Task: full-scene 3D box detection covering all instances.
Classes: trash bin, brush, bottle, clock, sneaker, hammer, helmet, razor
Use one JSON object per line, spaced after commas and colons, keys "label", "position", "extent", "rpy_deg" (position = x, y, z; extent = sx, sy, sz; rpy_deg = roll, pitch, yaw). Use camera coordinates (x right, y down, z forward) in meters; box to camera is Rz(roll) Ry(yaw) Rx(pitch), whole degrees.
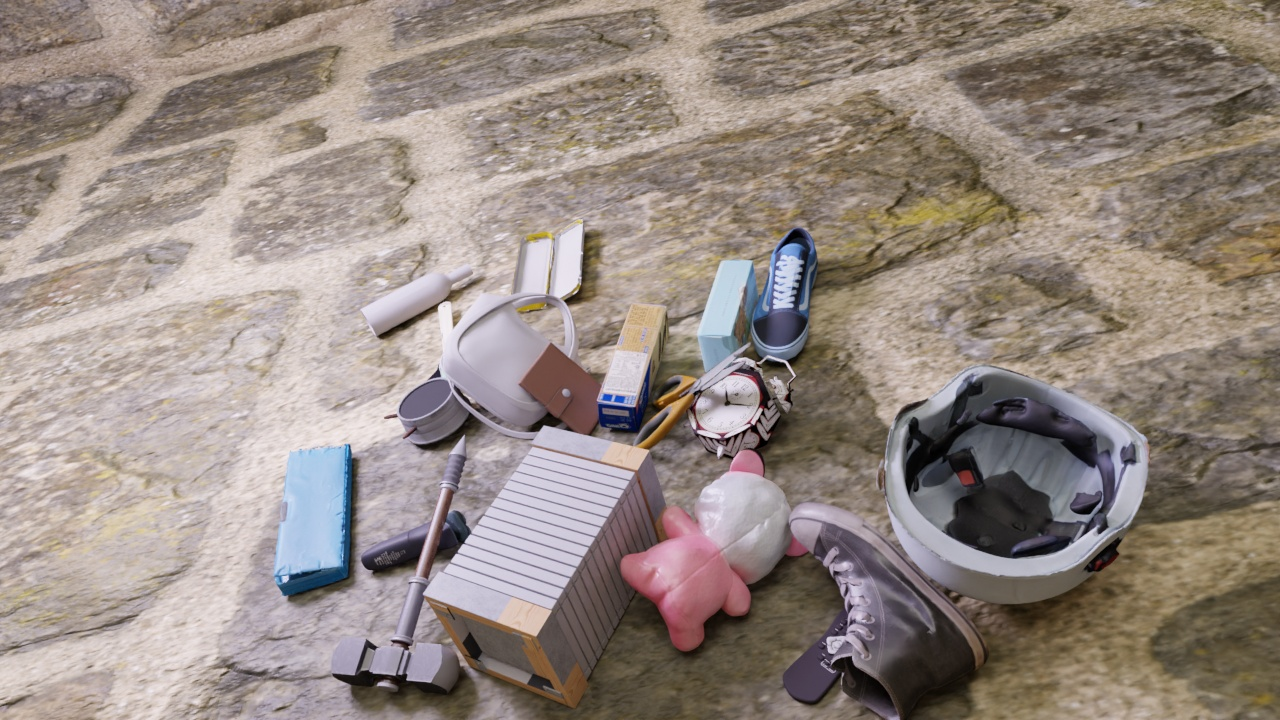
{"label": "trash bin", "position": [-0.092, 0.222, 1.023], "extent": [0.143, 0.143, 0.246], "rpy_deg": [11, 47, 28]}
{"label": "brush", "position": [-0.306, -0.032, 1.457], "extent": [0.033, 0.012, 0.217], "rpy_deg": [-18, 39, -1]}
{"label": "bottle", "position": [-0.375, -0.110, 1.561], "extent": [0.195, 0.052, 0.052], "rpy_deg": [-31, 43, -16]}
{"label": "clock", "position": [-0.290, 0.065, 1.332], "extent": [0.147, 0.056, 0.104], "rpy_deg": [-39, 36, -17]}
{"label": "sneaker", "position": [0.214, 0.245, 0.918], "extent": [0.119, 0.095, 0.234], "rpy_deg": [-31, 60, -22]}
{"label": "hammer", "position": [-0.253, 0.230, 1.098], "extent": [0.156, 0.043, 0.321], "rpy_deg": [-1, 54, 17]}
{"label": "sneaker", "position": [0.206, -0.107, 1.326], "extent": [0.083, 0.098, 0.240], "rpy_deg": [2, 44, 20]}
{"label": "helmet", "position": [0.367, 0.146, 0.936], "extent": [0.237, 0.164, 0.263], "rpy_deg": [26, 54, 34]}
{"label": "clock", "position": [0.137, 0.058, 1.187], "extent": [0.154, 0.065, 0.114], "rpy_deg": [-43, 44, -6]}
{"label": "razor", "position": [-0.284, 0.231, 1.157], "extent": [0.143, 0.047, 0.052], "rpy_deg": [-21, 16, -1]}

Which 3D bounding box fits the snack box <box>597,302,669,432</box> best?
{"label": "snack box", "position": [-0.008, 0.008, 1.298], "extent": [0.056, 0.057, 0.206], "rpy_deg": [7, 46, 12]}

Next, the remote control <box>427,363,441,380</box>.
{"label": "remote control", "position": [-0.306, 0.018, 1.421], "extent": [0.032, 0.015, 0.136], "rpy_deg": [13, 48, 30]}

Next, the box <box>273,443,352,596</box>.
{"label": "box", "position": [-0.438, 0.203, 1.234], "extent": [0.093, 0.048, 0.231], "rpy_deg": [-16, 40, -1]}

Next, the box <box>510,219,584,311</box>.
{"label": "box", "position": [-0.154, -0.164, 1.561], "extent": [0.130, 0.039, 0.209], "rpy_deg": [-17, 39, 14]}

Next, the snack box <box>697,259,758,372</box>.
{"label": "snack box", "position": [0.129, -0.065, 1.324], "extent": [0.053, 0.075, 0.174], "rpy_deg": [3, 44, 20]}

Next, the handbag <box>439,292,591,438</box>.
{"label": "handbag", "position": [-0.163, -0.011, 1.333], "extent": [0.216, 0.096, 0.221], "rpy_deg": [38, 48, -2]}

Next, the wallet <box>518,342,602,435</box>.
{"label": "wallet", "position": [-0.101, 0.041, 1.267], "extent": [0.013, 0.121, 0.087], "rpy_deg": [-37, 15, 52]}

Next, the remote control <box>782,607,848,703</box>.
{"label": "remote control", "position": [0.196, 0.300, 0.941], "extent": [0.124, 0.009, 0.046], "rpy_deg": [-38, 45, -23]}

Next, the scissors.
{"label": "scissors", "position": [0.067, 0.032, 1.187], "extent": [0.226, 0.016, 0.161], "rpy_deg": [-43, 18, 31]}

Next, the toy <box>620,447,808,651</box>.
{"label": "toy", "position": [0.089, 0.205, 1.005], "extent": [0.212, 0.084, 0.142], "rpy_deg": [-34, 80, -25]}
